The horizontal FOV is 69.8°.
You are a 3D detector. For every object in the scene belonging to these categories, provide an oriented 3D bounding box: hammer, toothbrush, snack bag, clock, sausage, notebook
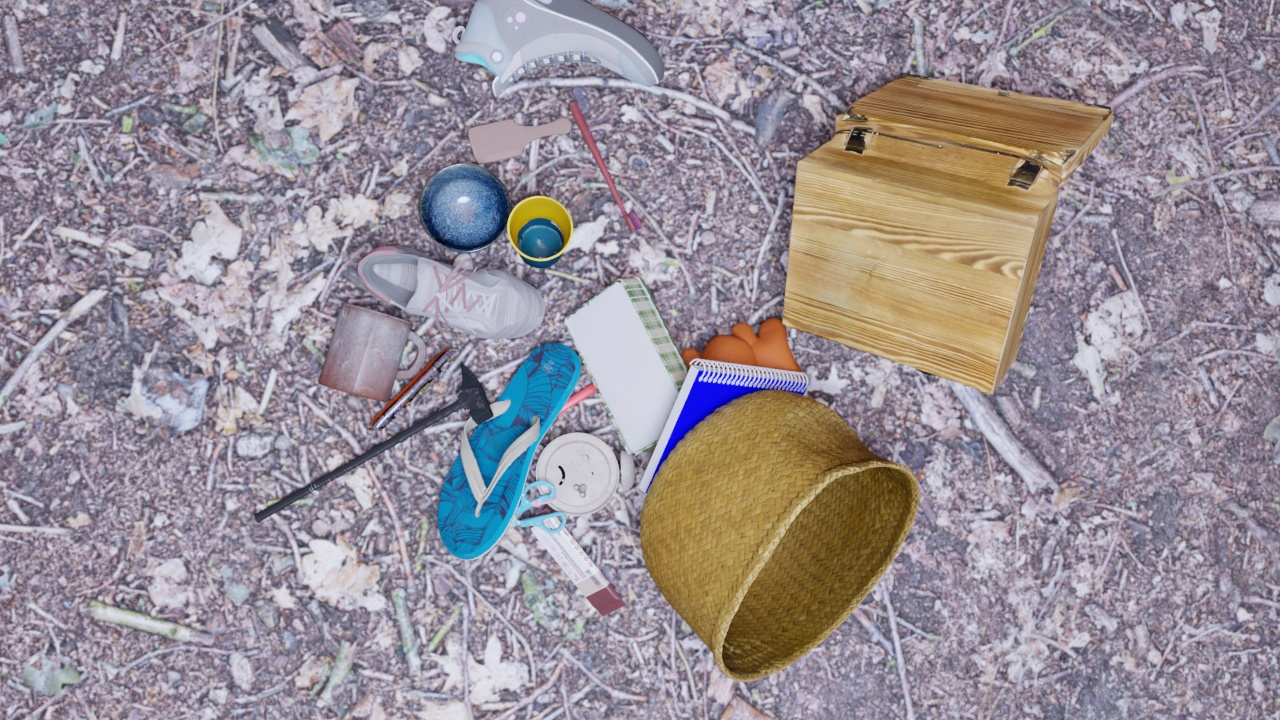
[{"bbox_3d":[-0.340,0.113,1.151,0.325,0.015,0.095,-29,51,-1],"label":"hammer"},{"bbox_3d":[-0.047,-0.257,1.214,0.016,0.016,0.190,-26,90,-11],"label":"toothbrush"},{"bbox_3d":[-0.082,0.257,1.168,0.158,0.057,0.013,50,42,-1],"label":"snack bag"},{"bbox_3d":[-0.057,0.142,1.169,0.157,0.061,0.103,-3,89,1],"label":"clock"},{"bbox_3d":[-0.288,0.037,1.162,0.020,0.020,0.155,43,76,-2],"label":"sausage"},{"bbox_3d":[-0.073,0.044,1.197,0.212,0.018,0.012,-32,90,-10],"label":"toothbrush"},{"bbox_3d":[0.107,0.084,1.118,0.208,0.022,0.172,7,112,-44],"label":"notebook"}]

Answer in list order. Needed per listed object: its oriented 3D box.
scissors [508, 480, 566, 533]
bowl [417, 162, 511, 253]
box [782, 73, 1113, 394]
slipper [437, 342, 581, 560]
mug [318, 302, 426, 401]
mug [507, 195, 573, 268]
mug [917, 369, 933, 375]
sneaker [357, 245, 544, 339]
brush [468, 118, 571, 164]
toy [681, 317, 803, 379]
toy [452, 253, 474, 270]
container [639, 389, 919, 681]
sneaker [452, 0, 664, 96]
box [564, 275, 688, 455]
[{"bbox_3d":[-0.152,0.205,1.155,0.142,0.015,0.076,-30,97,26],"label":"scissors"},{"bbox_3d":[-0.222,-0.188,1.169,0.114,0.061,0.114,1,85,-7],"label":"bowl"},{"bbox_3d":[0.383,-0.193,1.142,0.279,0.287,0.335,23,42,30],"label":"box"},{"bbox_3d":[-0.175,0.101,1.137,0.118,0.060,0.294,23,79,33],"label":"slipper"},{"bbox_3d":[-0.327,-0.005,1.142,0.122,0.096,0.110,19,90,-35],"label":"mug"},{"bbox_3d":[-0.125,-0.153,1.147,0.078,0.121,0.078,0,87,-6],"label":"mug"},{"bbox_3d":[0.420,-0.024,1.213,0.113,0.088,0.078,-12,88,-7],"label":"mug"},{"bbox_3d":[-0.237,-0.081,1.115,0.236,0.089,0.099,16,102,9],"label":"sneaker"},{"bbox_3d":[-0.157,-0.294,1.208,0.135,0.015,0.050,-16,90,-12],"label":"brush"},{"bbox_3d":[0.128,0.011,1.179,0.175,0.096,0.112,-18,89,-29],"label":"toy"},{"bbox_3d":[-0.206,-0.083,1.175,0.122,0.038,0.079,30,92,5],"label":"toy"},{"bbox_3d":[0.147,0.191,1.067,0.306,0.307,0.196,-46,49,-7],"label":"container"},{"bbox_3d":[-0.108,-0.389,1.186,0.256,0.093,0.160,31,93,-5],"label":"sneaker"},{"bbox_3d":[-0.007,0.007,1.147,0.118,0.050,0.205,-36,76,33],"label":"box"}]
